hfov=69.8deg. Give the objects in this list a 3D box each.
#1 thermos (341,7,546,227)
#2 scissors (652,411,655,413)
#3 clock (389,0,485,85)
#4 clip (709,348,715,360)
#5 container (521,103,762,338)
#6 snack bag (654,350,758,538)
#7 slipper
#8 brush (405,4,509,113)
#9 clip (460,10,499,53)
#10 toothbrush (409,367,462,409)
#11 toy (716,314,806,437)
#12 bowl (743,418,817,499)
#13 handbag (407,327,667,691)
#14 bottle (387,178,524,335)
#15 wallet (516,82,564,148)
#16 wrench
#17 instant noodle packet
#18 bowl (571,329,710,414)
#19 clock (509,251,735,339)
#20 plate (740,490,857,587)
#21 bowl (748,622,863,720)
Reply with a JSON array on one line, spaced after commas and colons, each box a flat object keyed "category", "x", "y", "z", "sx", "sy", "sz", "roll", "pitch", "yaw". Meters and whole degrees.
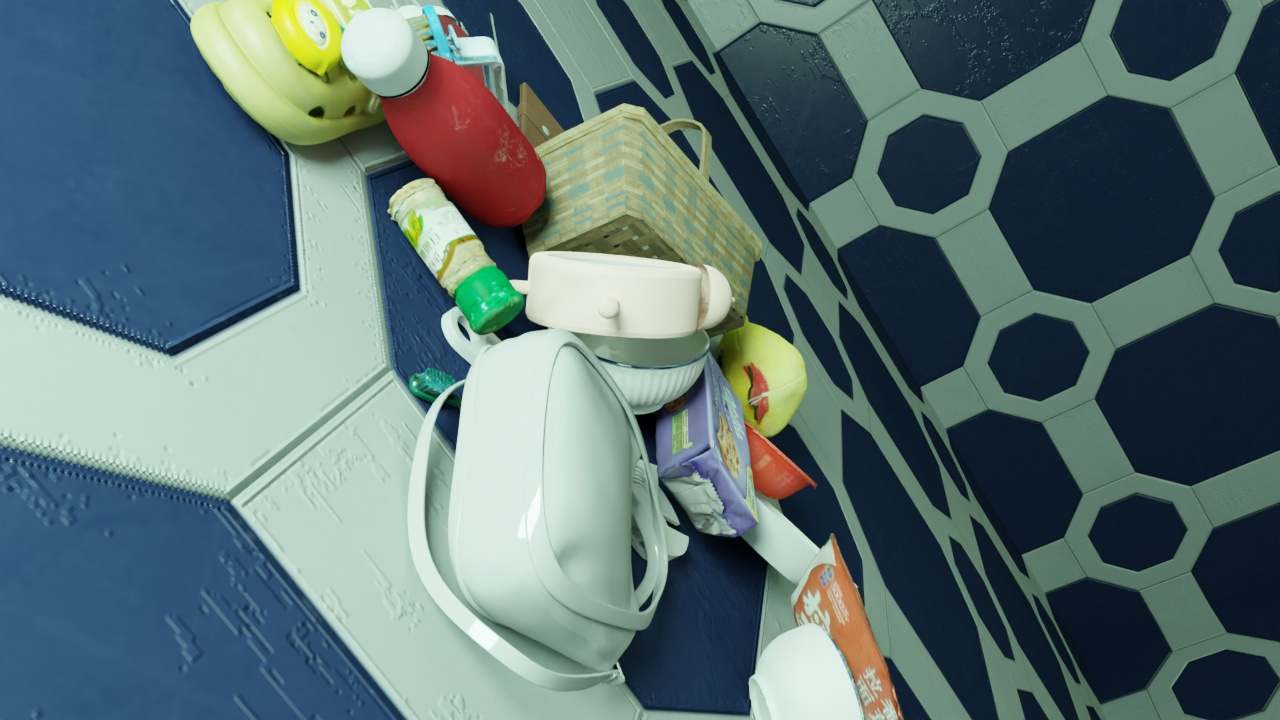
[{"category": "thermos", "x": -0.129, "y": -0.160, "z": 0.626, "sx": 0.073, "sy": 0.073, "sz": 0.240, "roll": 66, "pitch": 5, "yaw": 14}, {"category": "scissors", "x": 0.013, "y": 0.032, "z": 0.863, "sx": 0.149, "sy": 0.019, "sz": 0.130, "roll": 62, "pitch": 21, "yaw": 8}, {"category": "clock", "x": -0.169, "y": -0.256, "z": 0.783, "sx": 0.124, "sy": 0.044, "sz": 0.087, "roll": 56, "pitch": 21, "yaw": -10}, {"category": "clip", "x": 0.044, "y": -0.032, "z": 1.010, "sx": 0.106, "sy": 0.028, "sz": 0.163, "roll": 41, "pitch": 27, "yaw": -46}, {"category": "container", "x": 0.000, "y": -0.140, "z": 0.874, "sx": 0.250, "sy": 0.158, "sz": 0.186, "roll": 37, "pitch": 42, "yaw": -46}, {"category": "snack bag", "x": 0.053, "y": 0.062, "z": 0.811, "sx": 0.096, "sy": 0.058, "sz": 0.205, "roll": 56, "pitch": 17, "yaw": -27}, {"category": "slipper", "x": -0.196, "y": -0.194, "z": 0.589, "sx": 0.091, "sy": 0.082, "sz": 0.190, "roll": 60, "pitch": 18, "yaw": -8}, {"category": "brush", "x": -0.140, "y": -0.215, "z": 0.680, "sx": 0.136, "sy": 0.075, "sz": 0.055, "roll": 105, "pitch": -38, "yaw": -74}, {"category": "clip", "x": -0.154, "y": -0.297, "z": 0.909, "sx": 0.057, "sy": 0.054, "sz": 0.102, "roll": 6, "pitch": 50, "yaw": -23}, {"category": "toothbrush", "x": -0.075, "y": 0.045, "z": 0.614, "sx": 0.189, "sy": 0.017, "sz": 0.016, "roll": 30, "pitch": 41, "yaw": -43}, {"category": "toy", "x": 0.134, "y": 0.013, "z": 1.062, "sx": 0.207, "sy": 0.092, "sz": 0.134, "roll": -123, "pitch": -164, "yaw": -76}, {"category": "bowl", "x": 0.118, "y": 0.100, "z": 0.942, "sx": 0.130, "sy": 0.045, "sz": 0.130, "roll": 42, "pitch": 1, "yaw": -1}, {"category": "handbag", "x": -0.038, "y": 0.107, "z": 0.575, "sx": 0.222, "sy": 0.096, "sz": 0.215, "roll": 49, "pitch": 34, "yaw": -51}, {"category": "bottle", "x": -0.125, "y": -0.071, "z": 0.623, "sx": 0.111, "sy": 0.043, "sz": 0.043, "roll": 53, "pitch": 20, "yaw": 7}, {"category": "wallet", "x": -0.098, "y": -0.232, "z": 0.961, "sx": 0.087, "sy": 0.013, "sz": 0.120, "roll": 47, "pitch": 24, "yaw": -37}, {"category": "wrench", "x": -0.050, "y": 0.061, "z": 0.681, "sx": 0.273, "sy": 0.018, "sz": 0.086, "roll": 45, "pitch": 26, "yaw": -31}, {"category": "instant noodle packet", "x": 0.180, "y": 0.252, "z": 0.738, "sx": 0.221, "sy": 0.084, "sz": 0.164, "roll": 79, "pitch": -2, "yaw": -56}, {"category": "bowl", "x": -0.005, "y": 0.004, "z": 0.764, "sx": 0.117, "sy": 0.118, "sz": 0.062, "roll": -75, "pitch": 172, "yaw": -62}, {"category": "clock", "x": -0.020, "y": -0.041, "z": 0.703, "sx": 0.160, "sy": 0.131, "sz": 0.086, "roll": -17, "pitch": 114, "yaw": -48}, {"category": "plate", "x": 0.125, "y": 0.166, "z": 0.868, "sx": 0.174, "sy": 0.036, "sz": 0.174, "roll": 42, "pitch": 0, "yaw": -1}, {"category": "bowl", "x": 0.124, "y": 0.268, "z": 0.712, "sx": 0.113, "sy": 0.063, "sz": 0.113, "roll": 167, "pitch": -89, "yaw": -80}]
